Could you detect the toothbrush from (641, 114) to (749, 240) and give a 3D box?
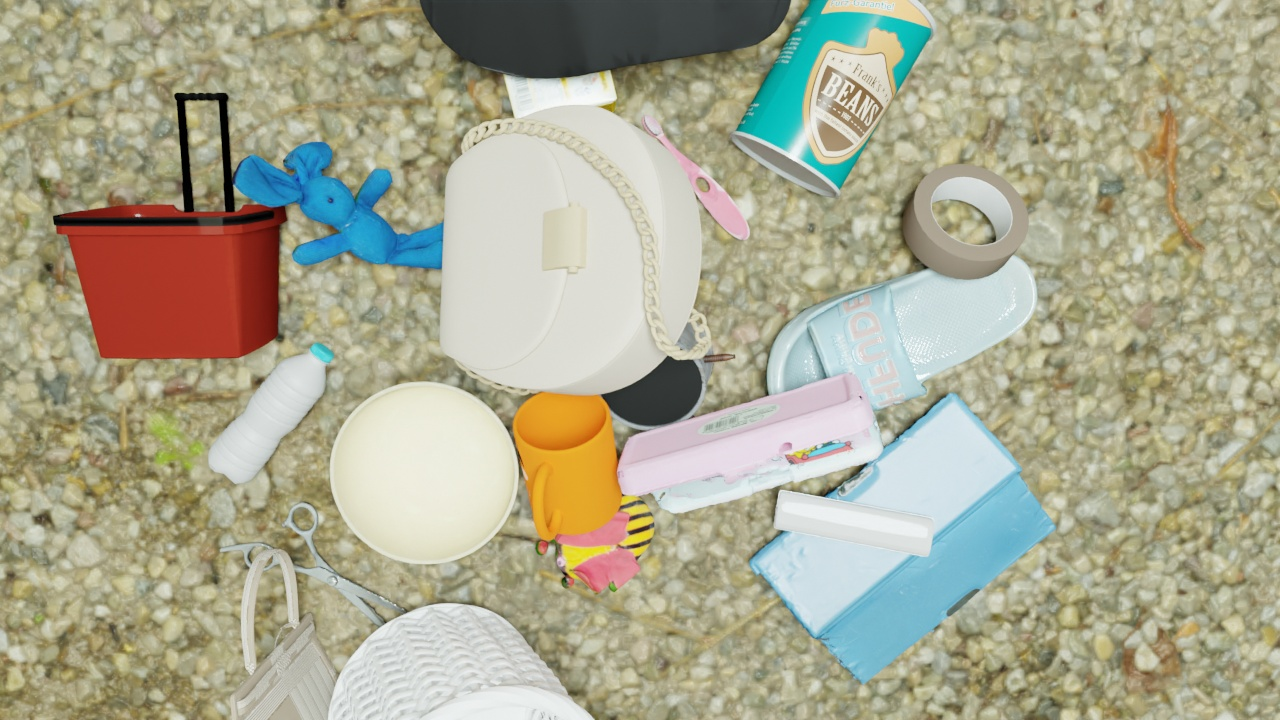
[{"bbox_3d":[0.047,-0.154,0.770,0.021,0.016,0.135,-41,96,4],"label":"toothbrush"}]

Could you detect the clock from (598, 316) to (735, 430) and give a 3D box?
[{"bbox_3d":[-0.004,0.004,0.760,0.148,0.056,0.104,13,121,-5],"label":"clock"}]

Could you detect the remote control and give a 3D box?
[{"bbox_3d":[0.179,0.137,0.772,0.131,0.012,0.033,9,87,9],"label":"remote control"}]

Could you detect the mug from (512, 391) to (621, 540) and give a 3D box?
[{"bbox_3d":[-0.062,0.093,0.737,0.078,0.112,0.096,5,130,14],"label":"mug"}]

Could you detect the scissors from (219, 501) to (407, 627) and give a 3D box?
[{"bbox_3d":[-0.289,0.195,0.813,0.131,0.014,0.153,-25,94,2],"label":"scissors"}]

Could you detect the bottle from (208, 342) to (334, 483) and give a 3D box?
[{"bbox_3d":[-0.309,0.042,0.777,0.044,0.044,0.136,40,95,-6],"label":"bottle"}]

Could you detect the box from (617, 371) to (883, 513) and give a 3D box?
[{"bbox_3d":[0.093,0.083,0.738,0.202,0.111,0.101,-18,109,14],"label":"box"}]

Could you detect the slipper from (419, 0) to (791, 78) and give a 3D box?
[{"bbox_3d":[-0.025,-0.276,0.668,0.266,0.083,0.109,-1,135,9],"label":"slipper"}]

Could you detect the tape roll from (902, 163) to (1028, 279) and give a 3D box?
[{"bbox_3d":[0.264,-0.114,0.749,0.093,0.030,0.093,2,65,-3],"label":"tape roll"}]

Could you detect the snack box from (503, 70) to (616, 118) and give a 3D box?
[{"bbox_3d":[-0.071,-0.245,0.733,0.083,0.061,0.106,-14,97,0],"label":"snack box"}]

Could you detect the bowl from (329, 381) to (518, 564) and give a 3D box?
[{"bbox_3d":[-0.173,0.087,0.769,0.151,0.075,0.151,0,98,0],"label":"bowl"}]

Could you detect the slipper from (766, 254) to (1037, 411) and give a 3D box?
[{"bbox_3d":[0.218,-0.019,0.762,0.245,0.074,0.104,-25,96,1],"label":"slipper"}]

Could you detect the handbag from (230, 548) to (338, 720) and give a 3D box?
[{"bbox_3d":[-0.292,0.251,0.742,0.062,0.175,0.198,-3,95,-1],"label":"handbag"}]

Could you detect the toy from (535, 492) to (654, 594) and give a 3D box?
[{"bbox_3d":[-0.035,0.158,0.799,0.103,0.046,0.084,-35,83,-1],"label":"toy"}]

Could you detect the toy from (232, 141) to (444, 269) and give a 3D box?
[{"bbox_3d":[-0.234,-0.124,0.745,0.176,0.112,0.071,26,134,-24],"label":"toy"}]

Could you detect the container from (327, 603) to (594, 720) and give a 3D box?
[{"bbox_3d":[-0.139,0.309,0.716,0.189,0.187,0.189,-3,97,-24],"label":"container"}]

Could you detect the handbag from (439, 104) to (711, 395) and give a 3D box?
[{"bbox_3d":[-0.055,-0.079,0.702,0.209,0.103,0.210,-3,83,30],"label":"handbag"}]

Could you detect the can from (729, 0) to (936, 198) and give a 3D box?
[{"bbox_3d":[0.150,-0.216,0.722,0.099,0.099,0.144,29,96,-5],"label":"can"}]

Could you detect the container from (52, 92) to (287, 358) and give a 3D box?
[{"bbox_3d":[-0.362,-0.109,0.722,0.148,0.127,0.201,0,104,-1],"label":"container"}]

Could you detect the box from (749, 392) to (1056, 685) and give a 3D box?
[{"bbox_3d":[0.235,0.162,0.797,0.232,0.060,0.175,-42,97,4],"label":"box"}]
